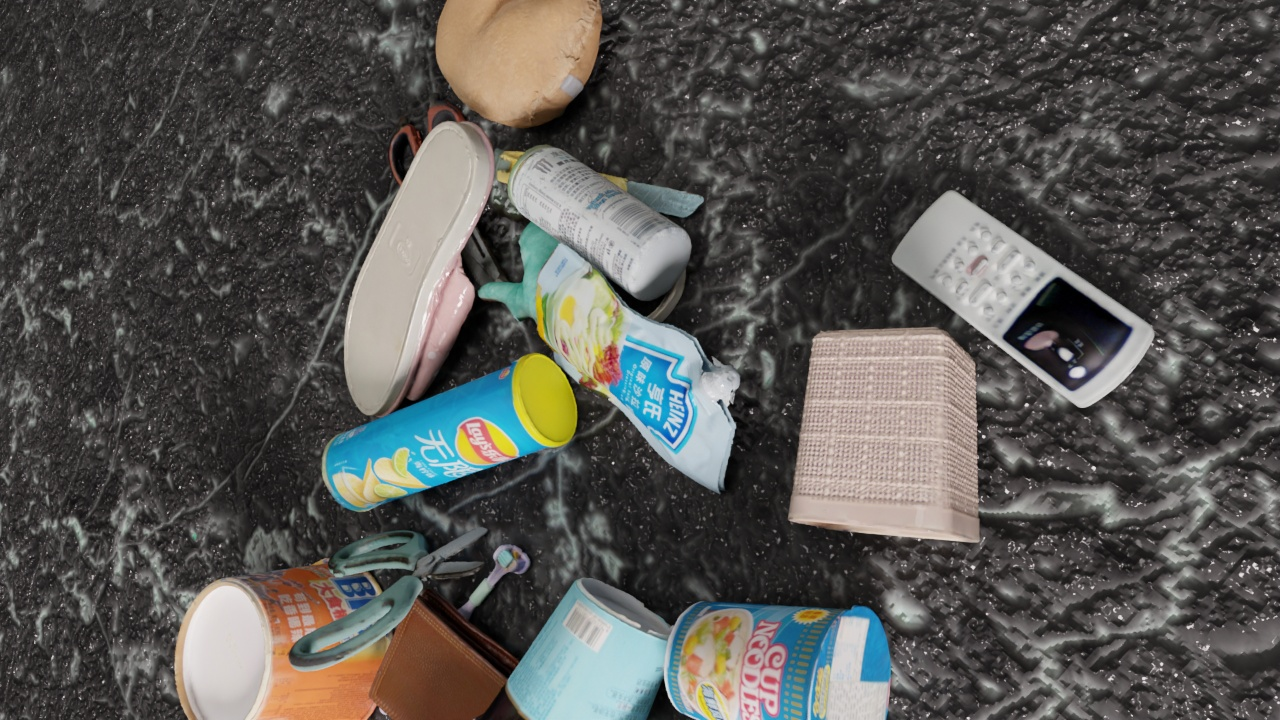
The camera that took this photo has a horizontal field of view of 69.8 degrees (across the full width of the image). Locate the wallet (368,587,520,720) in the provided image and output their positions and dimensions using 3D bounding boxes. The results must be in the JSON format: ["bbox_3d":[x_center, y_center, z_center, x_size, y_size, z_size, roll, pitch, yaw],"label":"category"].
[{"bbox_3d":[-0.142,0.247,0.689,0.124,0.032,0.101,31,105,23],"label":"wallet"}]

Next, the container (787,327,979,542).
[{"bbox_3d":[0.143,0.043,0.528,0.090,0.090,0.110,-1,77,32],"label":"container"}]

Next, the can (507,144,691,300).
[{"bbox_3d":[-0.032,-0.102,0.666,0.147,0.058,0.058,38,101,32],"label":"can"}]

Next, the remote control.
[{"bbox_3d":[0.218,-0.039,0.535,0.150,0.021,0.058,46,105,31],"label":"remote control"}]

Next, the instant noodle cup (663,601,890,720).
[{"bbox_3d":[0.077,0.187,0.543,0.110,0.099,0.099,-2,79,39],"label":"instant noodle cup"}]

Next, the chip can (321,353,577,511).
[{"bbox_3d":[-0.154,0.060,0.721,0.211,0.071,0.071,-20,70,28],"label":"chip can"}]

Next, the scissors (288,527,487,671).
[{"bbox_3d":[-0.205,0.170,0.713,0.180,0.169,0.019,6,123,54],"label":"scissors"}]

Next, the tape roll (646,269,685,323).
[{"bbox_3d":[-0.006,-0.062,0.686,0.086,0.014,0.085,-7,77,31],"label":"tape roll"}]

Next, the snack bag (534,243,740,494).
[{"bbox_3d":[-0.004,0.004,0.634,0.191,0.038,0.110,39,132,33],"label":"snack bag"}]

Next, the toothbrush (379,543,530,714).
[{"bbox_3d":[-0.151,0.216,0.720,0.029,0.021,0.189,36,106,-12],"label":"toothbrush"}]

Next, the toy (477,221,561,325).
[{"bbox_3d":[-0.083,-0.070,0.725,0.097,0.030,0.092,6,81,24],"label":"toy"}]

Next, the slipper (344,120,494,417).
[{"bbox_3d":[-0.179,-0.069,0.763,0.114,0.054,0.275,46,120,34],"label":"slipper"}]

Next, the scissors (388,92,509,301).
[{"bbox_3d":[-0.156,-0.147,0.796,0.207,0.015,0.192,16,89,34],"label":"scissors"}]

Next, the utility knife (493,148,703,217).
[{"bbox_3d":[-0.041,-0.139,0.727,0.220,0.022,0.031,18,97,29],"label":"utility knife"}]

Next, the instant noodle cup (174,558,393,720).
[{"bbox_3d":[-0.296,0.238,0.752,0.152,0.111,0.151,-7,77,31],"label":"instant noodle cup"}]

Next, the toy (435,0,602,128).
[{"bbox_3d":[-0.120,-0.285,0.768,0.143,0.082,0.226,-45,58,12],"label":"toy"}]

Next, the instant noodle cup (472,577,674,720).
[{"bbox_3d":[-0.035,0.214,0.604,0.111,0.111,0.120,26,86,33],"label":"instant noodle cup"}]
